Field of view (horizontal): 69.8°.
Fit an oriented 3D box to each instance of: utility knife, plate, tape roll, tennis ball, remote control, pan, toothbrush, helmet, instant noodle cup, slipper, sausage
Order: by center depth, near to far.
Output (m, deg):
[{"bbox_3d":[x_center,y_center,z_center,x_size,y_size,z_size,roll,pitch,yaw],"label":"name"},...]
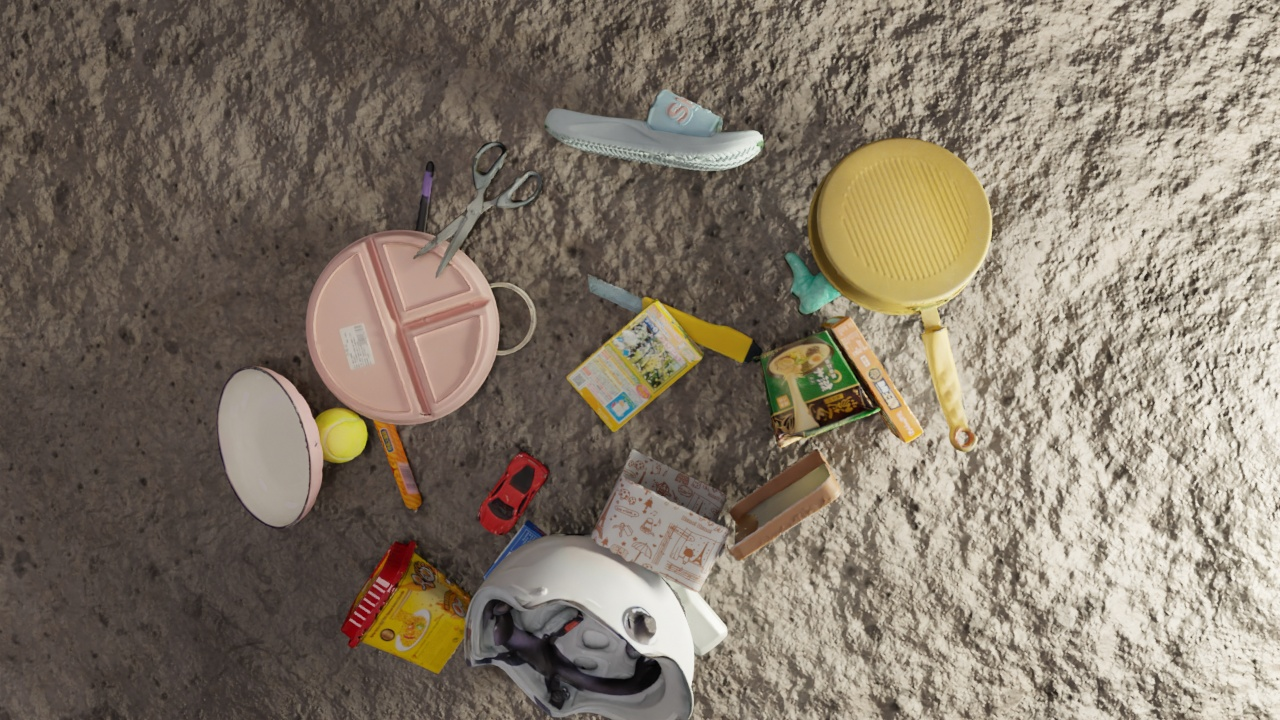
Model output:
[{"bbox_3d":[-0.052,0.281,0.999,0.258,0.145,0.230,27,136,-6],"label":"helmet"},{"bbox_3d":[0.310,-0.072,1.014,0.197,0.078,0.357,-17,81,-2],"label":"pan"},{"bbox_3d":[0.015,-0.259,1.015,0.245,0.104,0.074,10,93,9],"label":"slipper"},{"bbox_3d":[-0.280,-0.038,1.068,0.229,0.028,0.229,0,94,2],"label":"plate"},{"bbox_3d":[0.038,-0.050,1.070,0.223,0.015,0.033,24,97,1],"label":"utility knife"},{"bbox_3d":[-0.426,0.099,1.071,0.193,0.039,0.192,8,104,36],"label":"plate"},{"bbox_3d":[-0.266,0.294,1.078,0.123,0.116,0.116,34,96,-11],"label":"instant noodle cup"},{"bbox_3d":[-0.357,0.088,1.084,0.065,0.065,0.065,0,95,4],"label":"tennis ball"},{"bbox_3d":[-0.262,-0.142,1.084,0.014,0.017,0.189,9,94,-7],"label":"toothbrush"},{"bbox_3d":[-0.166,-0.049,1.085,0.086,0.014,0.086,0,94,4],"label":"tape roll"},{"bbox_3d":[0.049,0.293,1.094,0.049,0.024,0.125,-41,90,5],"label":"remote control"},{"bbox_3d":[-0.297,0.106,1.103,0.021,0.021,0.165,-20,93,5],"label":"sausage"}]

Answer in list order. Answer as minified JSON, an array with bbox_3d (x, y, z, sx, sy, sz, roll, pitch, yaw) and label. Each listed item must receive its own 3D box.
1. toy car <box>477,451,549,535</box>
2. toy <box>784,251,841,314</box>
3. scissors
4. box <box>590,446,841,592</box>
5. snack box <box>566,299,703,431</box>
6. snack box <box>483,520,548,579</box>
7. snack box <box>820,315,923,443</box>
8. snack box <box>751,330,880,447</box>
[{"bbox_3d":[-0.154,0.161,1.094,0.049,0.031,0.106,36,98,1],"label":"toy car"},{"bbox_3d":[0.210,-0.093,1.048,0.092,0.030,0.096,-34,89,2],"label":"toy"},{"bbox_3d":[-0.191,-0.177,1.057,0.164,0.014,0.164,-9,84,-7],"label":"scissors"},{"bbox_3d":[0.083,0.164,1.004,0.269,0.179,0.136,-5,94,5],"label":"box"},{"bbox_3d":[-0.006,0.006,1.061,0.141,0.033,0.087,-41,94,14],"label":"snack box"},{"bbox_3d":[-0.100,0.273,1.101,0.157,0.026,0.084,37,96,0],"label":"snack box"},{"bbox_3d":[0.259,0.019,1.031,0.026,0.075,0.153,-34,92,4],"label":"snack box"},{"bbox_3d":[0.191,0.029,1.025,0.117,0.118,0.105,-21,83,5],"label":"snack box"}]
